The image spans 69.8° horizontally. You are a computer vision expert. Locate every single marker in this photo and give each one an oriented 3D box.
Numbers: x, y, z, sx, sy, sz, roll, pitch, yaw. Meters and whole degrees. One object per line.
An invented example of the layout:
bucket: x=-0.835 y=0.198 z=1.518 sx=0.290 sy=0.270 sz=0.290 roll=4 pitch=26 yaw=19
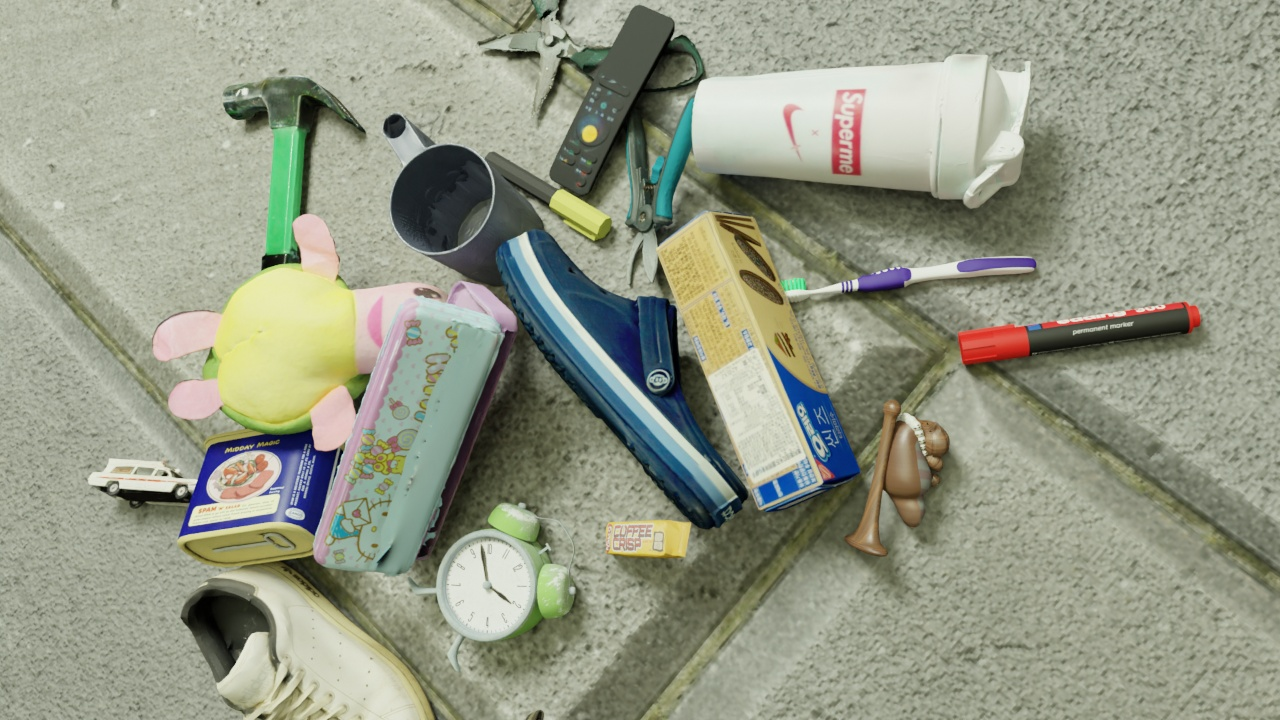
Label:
marker: x=-0.077 y=-0.133 z=0.736 sx=0.124 sy=0.017 sz=0.021 roll=33 pitch=122 yaw=20
marker: x=0.289 y=-0.019 z=0.610 sx=0.145 sy=0.021 sz=0.023 roll=-9 pitch=56 yaw=14

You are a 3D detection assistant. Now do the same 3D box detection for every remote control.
remote control: x=-0.022 y=-0.202 z=0.720 sx=0.041 sy=0.020 sz=0.152 roll=31 pitch=97 yaw=20

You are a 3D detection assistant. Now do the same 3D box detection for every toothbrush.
toothbrush: x=0.180 y=-0.058 z=0.651 sx=0.187 sy=0.015 sz=0.016 roll=-7 pitch=74 yaw=14

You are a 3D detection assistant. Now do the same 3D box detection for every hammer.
hammer: x=-0.309 y=-0.092 z=0.789 sx=0.130 sy=0.032 sz=0.318 roll=-1 pitch=81 yaw=15

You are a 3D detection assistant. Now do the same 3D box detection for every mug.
mug: x=-0.140 y=-0.123 z=0.706 sx=0.084 sy=0.104 sz=0.124 roll=-38 pitch=73 yaw=7

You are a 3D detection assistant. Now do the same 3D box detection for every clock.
clock: x=-0.101 y=0.161 z=0.679 sx=0.119 sy=0.042 sz=0.094 roll=-35 pitch=74 yaw=8

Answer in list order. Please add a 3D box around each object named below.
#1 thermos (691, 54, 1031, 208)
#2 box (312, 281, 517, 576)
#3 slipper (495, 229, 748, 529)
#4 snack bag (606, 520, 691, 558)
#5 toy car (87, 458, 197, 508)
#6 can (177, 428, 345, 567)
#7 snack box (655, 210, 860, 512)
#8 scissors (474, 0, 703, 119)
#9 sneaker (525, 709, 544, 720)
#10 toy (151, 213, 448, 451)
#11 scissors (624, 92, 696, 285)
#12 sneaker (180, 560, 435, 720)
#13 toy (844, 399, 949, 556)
thermos: x=0.150 y=-0.160 z=0.641 sx=0.221 sy=0.099 sz=0.099 roll=6 pitch=82 yaw=21
box: x=-0.169 y=0.048 z=0.649 sx=0.089 sy=0.092 sz=0.214 roll=41 pitch=114 yaw=43
slipper: x=-0.004 y=0.004 z=0.652 sx=0.095 sy=0.105 sz=0.252 roll=-38 pitch=74 yaw=-4
snack bag: x=0.003 y=0.125 z=0.641 sx=0.099 sy=0.020 sz=0.026 roll=-15 pitch=66 yaw=56
toy car: x=-0.410 y=0.104 z=0.782 sx=0.113 sy=0.039 sz=0.039 roll=0 pitch=59 yaw=15
can: x=-0.295 y=0.105 z=0.719 sx=0.116 sy=0.056 sz=0.092 roll=-10 pitch=52 yaw=14
snack box: x=0.081 y=-0.002 z=0.642 sx=0.056 sy=0.057 sz=0.206 roll=-32 pitch=72 yaw=37
scissors: x=-0.039 y=-0.291 z=0.755 sx=0.202 sy=0.015 sz=0.201 roll=6 pitch=83 yaw=15
sneaker: x=-0.031 y=0.336 z=0.611 sx=0.101 sy=0.142 sz=0.238 roll=-25 pitch=107 yaw=31
toy: x=-0.255 y=-0.015 z=0.712 sx=0.238 sy=0.088 sz=0.190 roll=-13 pitch=71 yaw=-2
scissors: x=0.008 y=-0.140 z=0.702 sx=0.156 sy=0.019 sz=0.124 roll=-60 pitch=42 yaw=25
sneaker: x=-0.248 y=0.239 z=0.676 sx=0.241 sy=0.102 sz=0.089 roll=39 pitch=92 yaw=19
toy: x=0.174 y=0.079 z=0.614 sx=0.054 sy=0.042 sz=0.102 roll=9 pitch=93 yaw=-21
